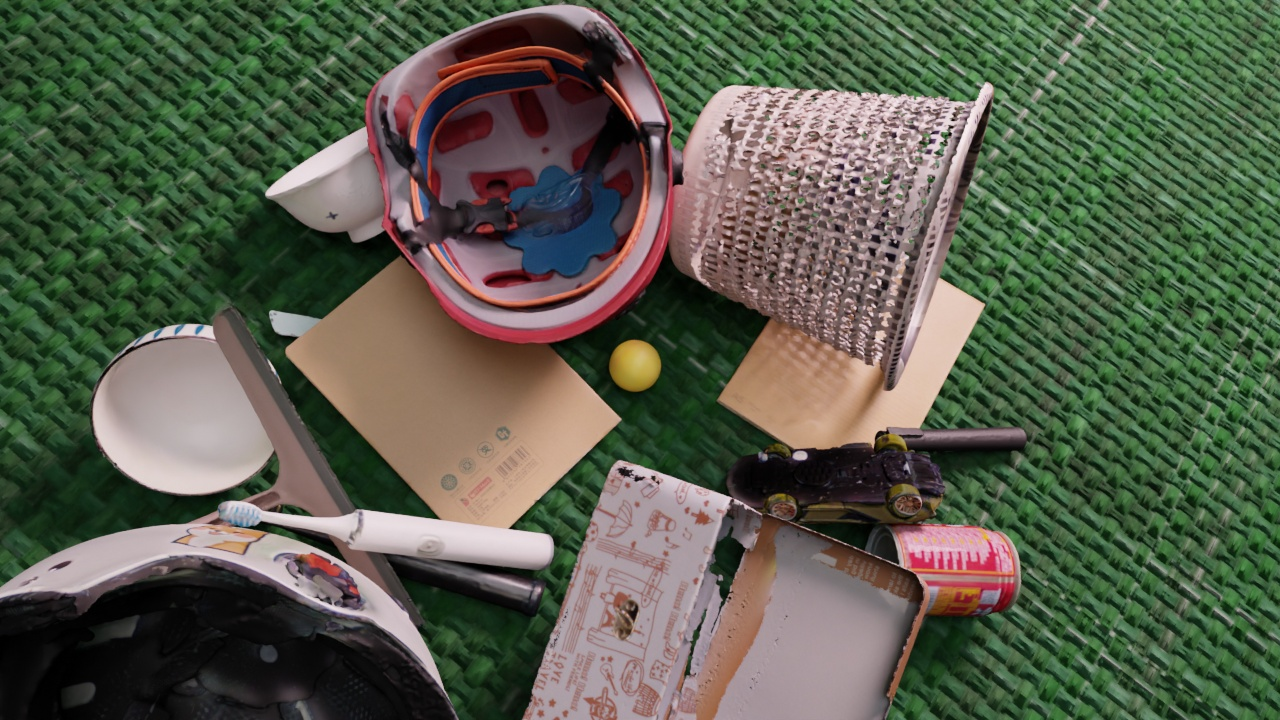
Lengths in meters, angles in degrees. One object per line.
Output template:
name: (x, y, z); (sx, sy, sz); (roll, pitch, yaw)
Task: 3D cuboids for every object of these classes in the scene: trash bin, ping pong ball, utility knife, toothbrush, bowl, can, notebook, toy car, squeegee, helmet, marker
trash bin: (0.134, -0.112, 0.691); (0.192, 0.228, 0.227); (19, 66, 18)
ping pong ball: (-0.004, 0.004, 0.709); (0.040, 0.040, 0.040); (3, 69, -8)
utility knife: (-0.179, -0.015, 0.698); (0.204, 0.018, 0.034); (10, 76, -7)
toothbrush: (-0.171, 0.136, 0.640); (0.212, 0.026, 0.027); (18, 78, -2)
bowl: (-0.303, 0.027, 0.626); (0.116, 0.066, 0.117); (-7, 114, -16)
can: (0.221, 0.154, 0.675); (0.093, 0.067, 0.066); (3, 69, -8)
bowl: (-0.217, -0.131, 0.705); (0.118, 0.118, 0.065); (-41, 119, -21)
notebook: (0.177, -0.006, 0.760); (0.149, 0.012, 0.211); (33, 68, 5)
toothbrush: (-0.159, 0.113, 0.601); (0.220, 0.026, 0.027); (15, 96, -31)
toy car: (0.143, 0.092, 0.681); (0.158, 0.042, 0.070); (-2, 33, 8)
notebook: (-0.137, 0.019, 0.682); (0.207, 0.008, 0.147); (45, 74, 4)
squeegee: (-0.311, 0.124, 0.603); (0.249, 0.040, 0.248); (-27, 105, -5)
helmet: (-0.238, 0.192, 0.530); (0.274, 0.157, 0.230); (15, 104, -16)
marker: (0.248, 0.062, 0.729); (0.132, 0.022, 0.020); (1, 37, -18)
helmet: (-0.068, -0.116, 0.660); (0.207, 0.144, 0.240); (-19, 78, 8)

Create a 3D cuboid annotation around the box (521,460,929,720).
box: (0.061, 0.184, 0.568); (0.194, 0.157, 0.183); (17, 83, 22)
